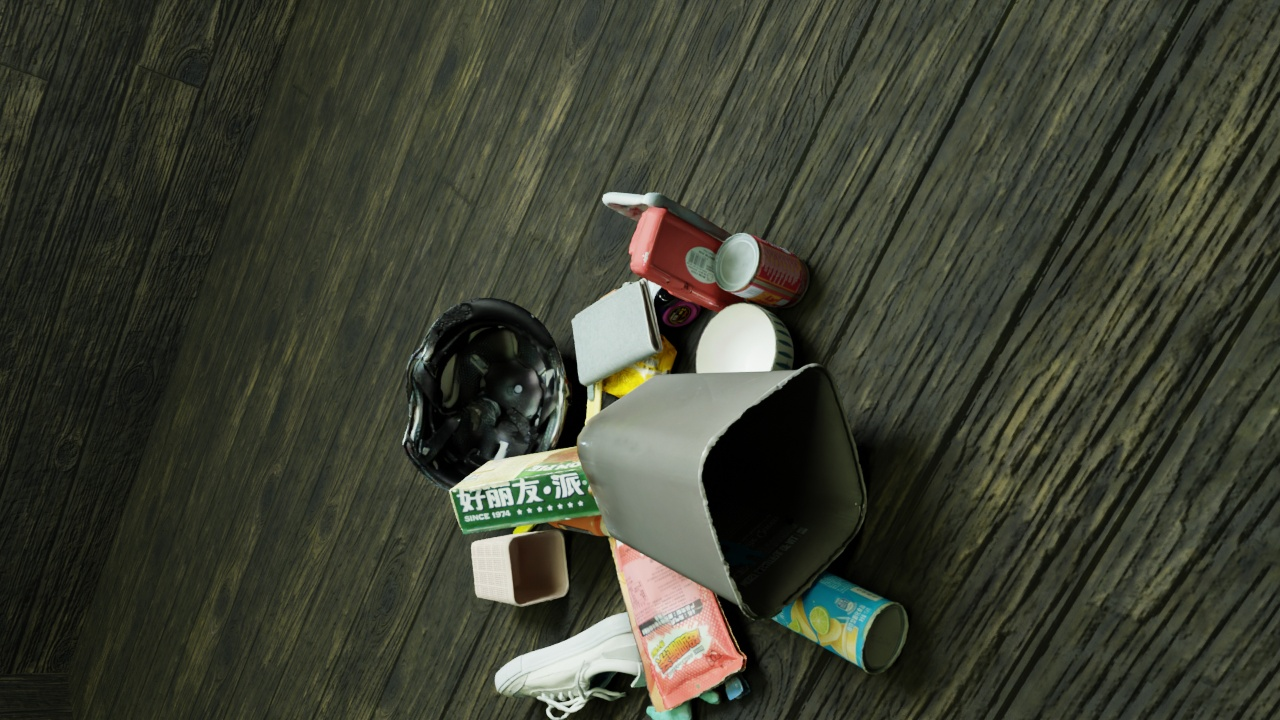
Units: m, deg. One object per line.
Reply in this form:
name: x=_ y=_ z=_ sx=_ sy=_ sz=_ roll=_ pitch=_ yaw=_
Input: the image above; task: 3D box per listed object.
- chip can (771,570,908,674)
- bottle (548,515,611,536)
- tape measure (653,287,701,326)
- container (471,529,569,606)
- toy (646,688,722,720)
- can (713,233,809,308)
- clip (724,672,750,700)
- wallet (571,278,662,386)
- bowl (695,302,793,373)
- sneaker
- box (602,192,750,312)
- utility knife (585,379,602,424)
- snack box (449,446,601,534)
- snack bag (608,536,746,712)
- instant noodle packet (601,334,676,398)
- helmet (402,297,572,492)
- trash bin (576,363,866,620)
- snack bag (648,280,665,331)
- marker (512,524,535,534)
chip can: x=0.158 y=0.235 z=0.914 sx=0.210 sy=0.071 sz=0.071 roll=17 pitch=92 yaw=49
bottle: x=-0.064 y=0.196 z=1.184 sx=0.150 sy=0.066 sz=0.066 roll=11 pitch=87 yaw=41
tape measure: x=0.044 y=-0.072 z=1.137 sx=0.057 sy=0.057 sz=0.039 roll=105 pitch=152 yaw=-47
container: x=-0.167 y=0.280 z=1.244 sx=0.111 sy=0.090 sz=0.090 roll=-14 pitch=82 yaw=49
toy: x=0.049 y=0.376 z=1.026 sx=0.097 sy=0.030 sz=0.092 roll=16 pitch=93 yaw=46
can: x=0.135 y=-0.097 z=1.015 sx=0.067 sy=0.093 sz=0.066 roll=-17 pitch=66 yaw=45
clip: x=0.098 y=0.337 z=0.993 sx=0.026 sy=0.037 sz=0.058 roll=-49 pitch=51 yaw=30
wallet: x=-0.030 y=-0.037 z=1.160 sx=0.130 sy=0.037 sz=0.106 roll=-26 pitch=64 yaw=39
bowl: x=0.125 y=-0.001 z=1.021 sx=0.117 sy=0.066 sz=0.116 roll=-16 pitch=67 yaw=43
sneaker: x=-0.080 y=0.391 z=1.130 sx=0.243 sy=0.089 sz=0.090 roll=-32 pitch=61 yaw=31
box: x=0.042 y=-0.118 z=1.040 sx=0.100 sy=0.200 sz=0.094 roll=15 pitch=87 yaw=43
utility knife: x=-0.059 y=0.023 z=1.203 sx=0.031 sy=0.019 sz=0.182 roll=-5 pitch=74 yaw=46
snack box: x=-0.099 y=0.149 z=1.118 sx=0.240 sy=0.114 sz=0.063 roll=-11 pitch=98 yaw=18
snack bag: x=0.032 y=0.270 z=1.027 sx=0.129 sy=0.073 sz=0.207 roll=-36 pitch=61 yaw=27
instant noodle packet: x=-0.007 y=0.007 z=1.182 sx=0.128 sy=0.044 sz=0.111 roll=28 pitch=107 yaw=52
helmet: x=-0.200 y=0.054 z=1.284 sx=0.230 sy=0.156 sz=0.274 roll=9 pitch=92 yaw=9
trash bin: x=0.072 y=0.115 z=0.919 sx=0.220 sy=0.198 sz=0.199 roll=5 pitch=121 yaw=50
snack bag: x=0.021 y=-0.086 z=1.188 sx=0.045 sy=0.026 sz=0.105 roll=143 pitch=133 yaw=-77
marker: x=-0.140 y=0.214 z=1.296 sx=0.124 sy=0.015 sz=0.018 roll=-47 pitch=53 yaw=25
